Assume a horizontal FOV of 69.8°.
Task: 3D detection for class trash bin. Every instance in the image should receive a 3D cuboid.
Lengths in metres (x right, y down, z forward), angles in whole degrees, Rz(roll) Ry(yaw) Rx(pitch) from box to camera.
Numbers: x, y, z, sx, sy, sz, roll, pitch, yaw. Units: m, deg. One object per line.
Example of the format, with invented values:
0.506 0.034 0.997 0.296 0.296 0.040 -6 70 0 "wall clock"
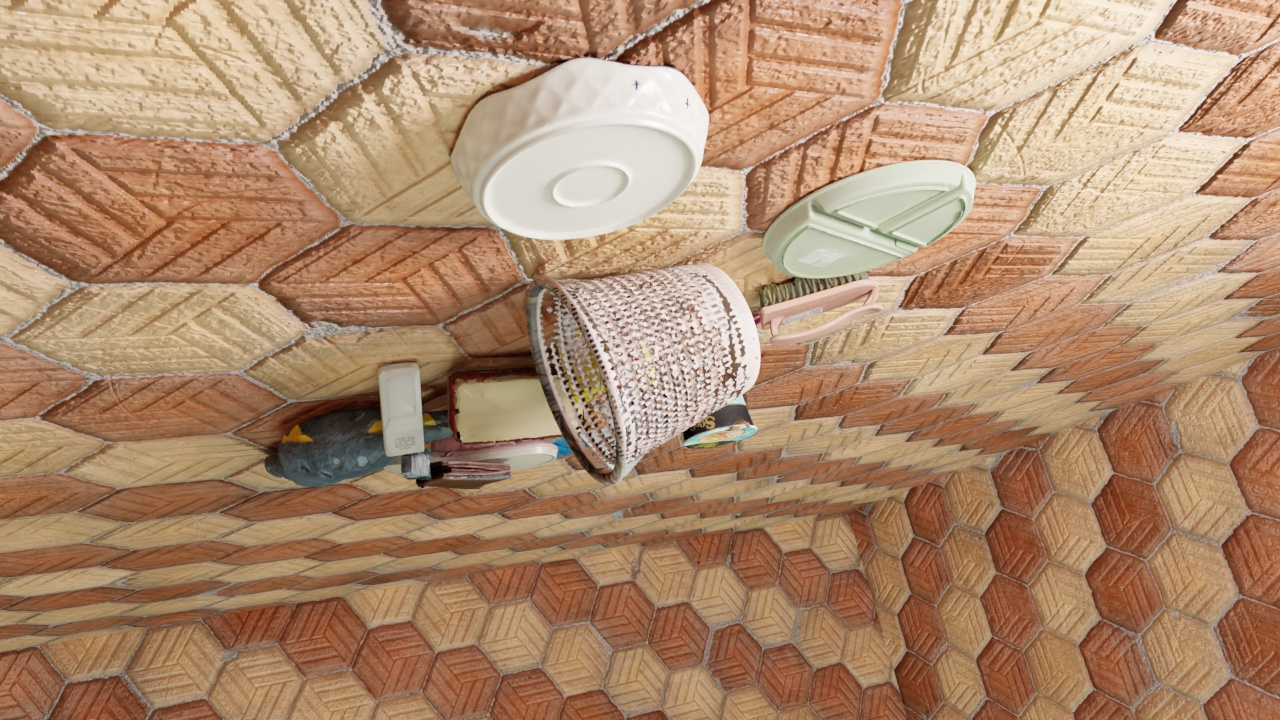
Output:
0.009 -0.006 0.969 0.191 0.227 0.228 -20 166 -21 "trash bin"

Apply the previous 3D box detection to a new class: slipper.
-0.246 0.128 1.314 0.275 0.054 0.114 -7 162 20 "slipper"

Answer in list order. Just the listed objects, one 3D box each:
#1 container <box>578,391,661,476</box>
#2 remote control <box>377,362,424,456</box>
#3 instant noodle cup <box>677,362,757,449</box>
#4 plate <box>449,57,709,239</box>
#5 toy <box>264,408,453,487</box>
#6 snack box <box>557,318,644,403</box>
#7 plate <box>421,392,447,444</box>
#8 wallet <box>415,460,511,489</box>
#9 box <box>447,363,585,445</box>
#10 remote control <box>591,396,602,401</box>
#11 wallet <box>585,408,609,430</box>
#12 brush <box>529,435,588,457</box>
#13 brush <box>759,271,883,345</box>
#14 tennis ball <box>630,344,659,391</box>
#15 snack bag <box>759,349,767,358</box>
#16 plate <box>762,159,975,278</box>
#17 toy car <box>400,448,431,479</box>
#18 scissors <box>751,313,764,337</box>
-0.022 0.101 1.379 0.111 0.090 0.090 -45 160 0 "container"
-0.290 0.061 1.113 0.049 0.024 0.125 -7 124 -19 "remote control"
0.103 0.056 1.327 0.111 0.120 0.111 -11 163 -3 "instant noodle cup"
-0.042 -0.153 0.716 0.205 0.045 0.205 -11 162 -4 "plate"
-0.393 0.114 1.210 0.357 0.091 0.137 -15 174 25 "toy"
-0.047 0.000 1.110 0.080 0.091 0.082 -5 163 -45 "snack box"
-0.218 0.074 1.311 0.229 0.028 0.230 -13 162 -4 "plate"
-0.247 0.161 1.274 0.101 0.032 0.125 7 163 -30 "wallet"
-0.153 0.054 1.152 0.168 0.091 0.077 -3 -166 -21 "box"
-0.051 0.035 1.270 0.136 0.024 0.053 -17 162 12 "remote control"
-0.123 0.084 1.293 0.108 0.031 0.131 -14 161 29 "wallet"
-0.226 0.139 1.473 0.315 0.060 0.109 -19 156 23 "brush"
0.217 -0.068 1.112 0.146 0.073 0.063 -16 161 3 "brush"
-0.007 0.007 1.191 0.065 0.065 0.065 -12 162 -4 "tennis ball"
0.128 -0.011 1.292 0.104 0.026 0.048 5 161 -44 "snack bag"
0.244 -0.142 0.979 0.230 0.027 0.230 -11 162 -4 "plate"
-0.309 0.142 1.248 0.034 0.043 0.091 -1 175 -30 "toy car"
0.148 -0.043 1.234 0.094 0.017 0.137 -24 163 28 "scissors"
